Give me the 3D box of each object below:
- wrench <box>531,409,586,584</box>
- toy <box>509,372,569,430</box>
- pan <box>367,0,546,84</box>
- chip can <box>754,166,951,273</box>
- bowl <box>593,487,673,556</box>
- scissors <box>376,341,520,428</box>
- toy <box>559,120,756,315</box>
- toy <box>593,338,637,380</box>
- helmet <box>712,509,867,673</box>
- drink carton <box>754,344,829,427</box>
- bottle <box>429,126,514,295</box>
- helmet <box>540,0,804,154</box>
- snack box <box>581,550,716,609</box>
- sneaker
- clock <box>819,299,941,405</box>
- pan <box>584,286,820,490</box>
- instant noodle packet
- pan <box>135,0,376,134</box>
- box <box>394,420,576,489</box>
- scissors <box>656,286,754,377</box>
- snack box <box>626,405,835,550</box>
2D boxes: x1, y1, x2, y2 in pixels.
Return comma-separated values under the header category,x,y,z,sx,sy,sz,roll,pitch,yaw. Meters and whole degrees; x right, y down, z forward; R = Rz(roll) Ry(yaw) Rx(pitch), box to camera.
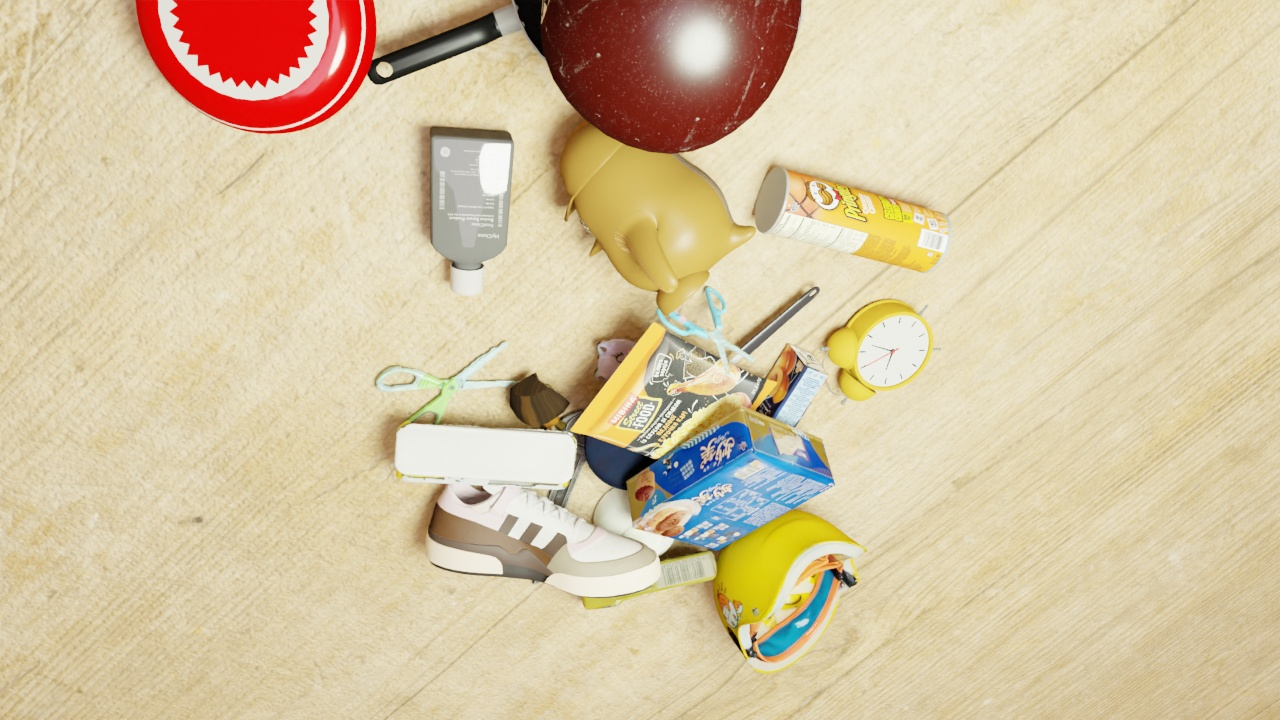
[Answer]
category,x,y,z,sx,sy,sz,roll,pitch,yaw
wrench,-0.108,0.182,1.190,0.070,0.010,0.274,14,114,-19
toy,-0.116,0.061,1.101,0.076,0.062,0.100,0,139,23
pan,-0.097,-0.345,0.893,0.355,0.044,0.204,-22,120,-1
chip can,0.244,-0.159,1.053,0.215,0.075,0.075,11,114,-18
bowl,-0.002,0.221,1.204,0.113,0.063,0.114,-5,119,-9
scissors,-0.223,0.036,1.086,0.170,0.028,0.139,-3,116,-7
toy,-0.004,-0.160,0.962,0.163,0.198,0.203,-39,101,28
toy,-0.007,0.006,1.106,0.099,0.036,0.080,-2,127,-13
helmet,0.181,0.297,1.242,0.208,0.139,0.240,-25,139,-27
drink carton,0.178,0.051,1.155,0.040,0.064,0.130,21,111,-24
bottle,-0.182,-0.154,0.973,0.083,0.046,0.174,1,117,-13
helmet,0.034,-0.305,0.813,0.233,0.253,0.234,28,118,-18
snack box,0.009,0.292,1.216,0.181,0.121,0.045,-12,78,-8
sneaker,-0.116,0.203,1.128,0.294,0.111,0.116,8,104,8
clock,0.299,-0.011,1.159,0.152,0.052,0.113,-28,120,-2
pan,0.081,0.028,1.128,0.356,0.021,0.198,-41,133,6
instant noodle packet,0.044,0.054,1.091,0.220,0.032,0.160,24,111,-39
pan,-0.296,-0.362,0.822,0.356,0.067,0.209,-43,105,10
box,-0.185,0.111,1.100,0.209,0.080,0.079,5,97,-11
scissors,0.077,-0.042,1.054,0.135,0.135,0.015,33,131,-21
snack box,0.107,0.150,1.123,0.155,0.069,0.203,22,134,-37
